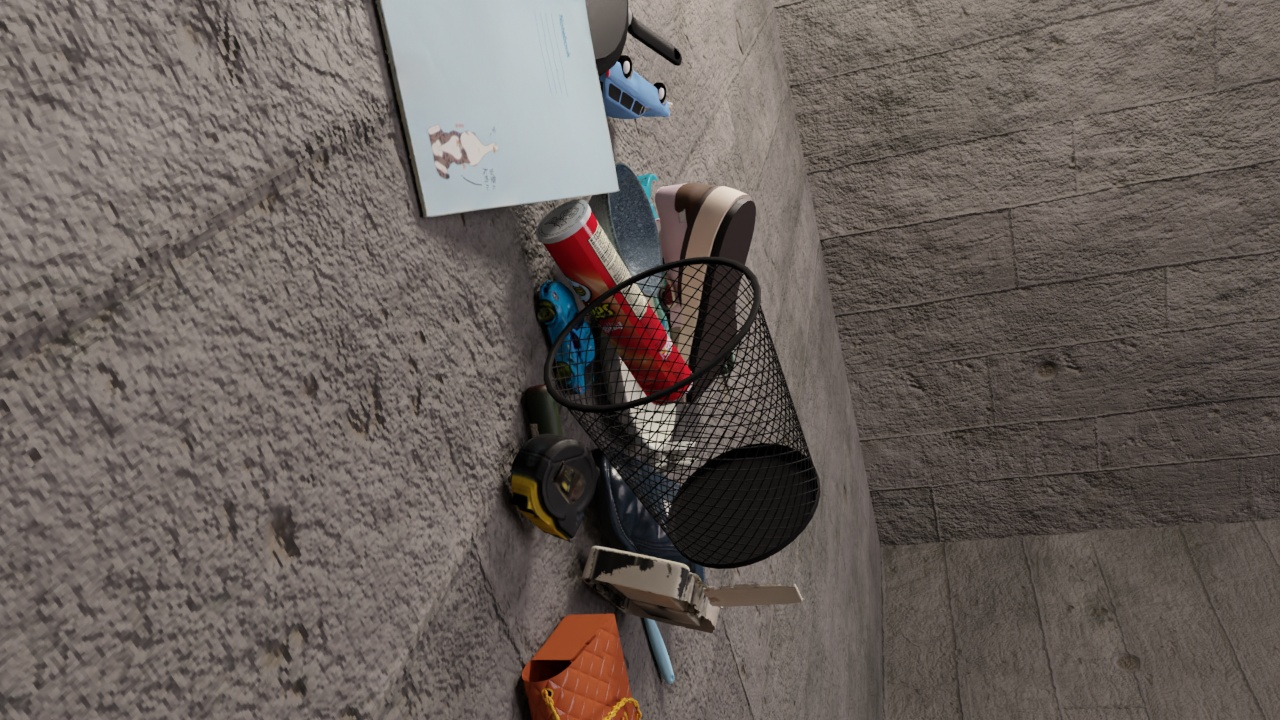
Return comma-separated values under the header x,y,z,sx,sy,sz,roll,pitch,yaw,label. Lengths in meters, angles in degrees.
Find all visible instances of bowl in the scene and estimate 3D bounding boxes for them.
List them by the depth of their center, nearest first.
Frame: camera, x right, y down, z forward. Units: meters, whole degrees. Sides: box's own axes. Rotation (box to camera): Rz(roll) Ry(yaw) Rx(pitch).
x,y,z,sx,sy,sz,roll,pitch,yaw,label
-0.029,-0.123,0.913,0.137,0.057,0.137,-12,90,-70,bowl

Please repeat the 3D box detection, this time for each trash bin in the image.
x,y,z,sx,sy,sz,roll,pitch,yaw,label
0.050,0.053,0.770,0.210,0.184,0.183,61,27,-31,trash bin

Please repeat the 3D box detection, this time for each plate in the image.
x,y,z,sx,sy,sz,roll,pitch,yaw,label
-0.006,0.006,0.968,0.182,0.034,0.182,-8,90,-72,plate

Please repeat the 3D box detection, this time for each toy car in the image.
x,y,z,sx,sy,sz,roll,pitch,yaw,label
-0.062,-0.021,0.816,0.048,0.032,0.105,-55,132,-64,toy car
-0.020,-0.292,1.002,0.153,0.056,0.055,9,93,-63,toy car

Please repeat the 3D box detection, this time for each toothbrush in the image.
x,y,z,sx,sy,sz,roll,pitch,yaw,label
0.012,0.270,0.938,0.022,0.016,0.155,-39,121,-42,toothbrush
0.025,-0.033,0.991,0.022,0.017,0.135,14,68,-71,toothbrush

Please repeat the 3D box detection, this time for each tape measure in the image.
x,y,z,sx,sy,sz,roll,pitch,yaw,label
-0.066,0.094,0.709,0.072,0.042,0.071,43,68,-40,tape measure

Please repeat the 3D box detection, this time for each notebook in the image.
x,y,z,sx,sy,sz,roll,pitch,yaw,label
-0.101,-0.213,0.721,0.252,0.009,0.181,-24,106,-56,notebook

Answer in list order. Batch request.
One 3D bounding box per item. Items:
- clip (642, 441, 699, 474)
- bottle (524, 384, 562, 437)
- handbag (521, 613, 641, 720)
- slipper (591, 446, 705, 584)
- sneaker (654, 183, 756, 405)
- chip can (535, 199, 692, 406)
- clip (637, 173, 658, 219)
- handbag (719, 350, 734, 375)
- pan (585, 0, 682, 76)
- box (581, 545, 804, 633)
x,y,z,sx,sy,sz,roll,pitch,yaw,label
0.033,0.098,1.021,0.052,0.060,0.101,59,22,-7,clip
-0.074,0.073,0.749,0.025,0.025,0.106,-24,105,-71,bottle
-0.037,0.302,0.717,0.108,0.060,0.172,-32,112,-66,handbag
0.035,0.160,0.922,0.265,0.084,0.108,52,26,-48,slipper
0.045,-0.076,1.072,0.111,0.116,0.294,-43,150,-39,sneaker
-0.018,-0.047,0.840,0.215,0.052,0.051,57,30,-35,chip can
0.005,-0.171,1.096,0.130,0.030,0.120,-67,149,-58,clip
0.087,-0.048,1.221,0.106,0.067,0.121,32,52,-68,handbag
-0.045,-0.357,0.881,0.355,0.034,0.225,9,74,-56,pan
0.054,0.207,0.812,0.143,0.184,0.044,60,42,-59,box
